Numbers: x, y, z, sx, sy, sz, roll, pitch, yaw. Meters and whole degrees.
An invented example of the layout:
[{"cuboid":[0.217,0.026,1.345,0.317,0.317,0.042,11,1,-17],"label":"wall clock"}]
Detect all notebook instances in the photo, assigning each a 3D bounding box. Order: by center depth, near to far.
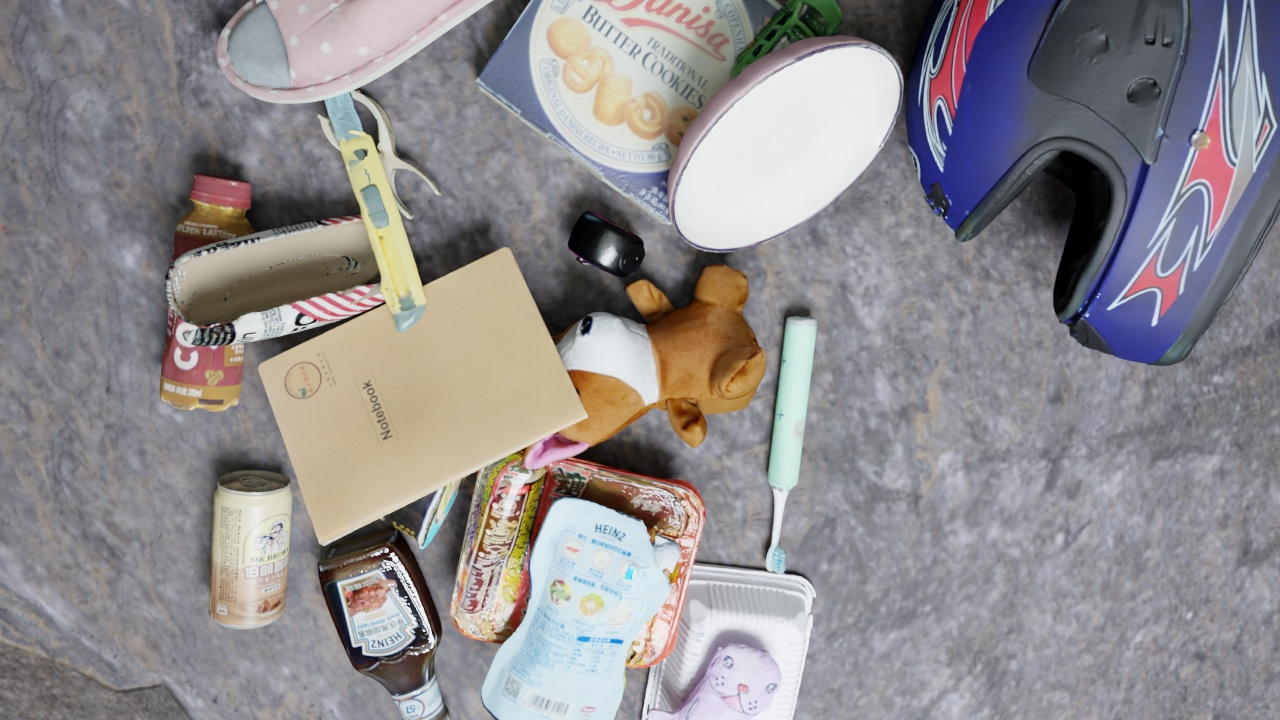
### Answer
[{"cuboid":[-0.161,0.022,0.664,0.207,0.008,0.147,-26,73,-1],"label":"notebook"}]

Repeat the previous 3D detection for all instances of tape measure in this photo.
[{"cuboid":[-0.027,-0.088,0.714,0.058,0.057,0.039,26,99,-18],"label":"tape measure"}]

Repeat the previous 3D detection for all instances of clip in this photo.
[{"cuboid":[-0.208,-0.151,0.698,0.081,0.034,0.104,-24,104,-1],"label":"clip"}]

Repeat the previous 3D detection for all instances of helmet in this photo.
[{"cuboid":[0.305,-0.175,0.632,0.240,0.246,0.316,20,104,18],"label":"helmet"}]

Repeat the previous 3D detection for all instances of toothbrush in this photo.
[{"cuboid":[0.123,0.073,0.774,0.026,0.027,0.224,-5,105,-42],"label":"toothbrush"}]

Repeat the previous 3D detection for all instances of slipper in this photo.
[{"cuboid":[-0.178,-0.273,0.648,0.274,0.054,0.114,-28,73,-1],"label":"slipper"}]

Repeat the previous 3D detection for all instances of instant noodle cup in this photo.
[{"cuboid":[-0.198,0.072,0.715,0.120,0.111,0.111,24,99,-1],"label":"instant noodle cup"},{"cuboid":[-0.050,0.155,0.750,0.189,0.079,0.164,13,100,-6],"label":"instant noodle cup"},{"cuboid":[0.080,0.271,0.796,0.138,0.060,0.173,8,102,-6],"label":"instant noodle cup"}]

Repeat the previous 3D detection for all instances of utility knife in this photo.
[{"cuboid":[-0.196,-0.117,0.670,0.031,0.021,0.198,-19,87,-13],"label":"utility knife"}]

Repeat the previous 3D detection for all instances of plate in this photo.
[{"cuboid":[0.098,-0.158,0.666,0.192,0.192,0.039,-31,64,2],"label":"plate"}]

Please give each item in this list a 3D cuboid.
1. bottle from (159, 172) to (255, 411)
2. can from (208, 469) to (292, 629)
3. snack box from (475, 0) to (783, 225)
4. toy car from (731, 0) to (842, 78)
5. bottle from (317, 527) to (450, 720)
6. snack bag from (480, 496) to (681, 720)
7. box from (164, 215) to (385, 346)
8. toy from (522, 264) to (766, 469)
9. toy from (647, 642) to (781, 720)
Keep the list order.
[{"cuboid":[-0.326,-0.052,0.696,0.057,0.057,0.175,10,101,-7],"label":"bottle"},{"cuboid":[-0.313,0.151,0.738,0.058,0.058,0.116,6,101,-6],"label":"can"},{"cuboid":[0.000,-0.228,0.693,0.178,0.045,0.182,34,97,-11],"label":"snack box"},{"cuboid":[0.107,-0.228,0.663,0.043,0.036,0.091,40,92,-12],"label":"toy car"},{"cuboid":[-0.205,0.241,0.774,0.080,0.044,0.195,-17,103,0],"label":"bottle"},{"cuboid":[-0.045,0.200,0.701,0.110,0.038,0.191,21,102,-1],"label":"snack bag"},{"cuboid":[-0.259,-0.063,0.672,0.162,0.076,0.087,-22,94,-31],"label":"box"},{"cuboid":[-0.004,0.004,0.705,0.200,0.140,0.130,-14,142,6],"label":"toy"},{"cuboid":[0.067,0.274,0.744,0.084,0.039,0.108,37,98,-2],"label":"toy"}]
